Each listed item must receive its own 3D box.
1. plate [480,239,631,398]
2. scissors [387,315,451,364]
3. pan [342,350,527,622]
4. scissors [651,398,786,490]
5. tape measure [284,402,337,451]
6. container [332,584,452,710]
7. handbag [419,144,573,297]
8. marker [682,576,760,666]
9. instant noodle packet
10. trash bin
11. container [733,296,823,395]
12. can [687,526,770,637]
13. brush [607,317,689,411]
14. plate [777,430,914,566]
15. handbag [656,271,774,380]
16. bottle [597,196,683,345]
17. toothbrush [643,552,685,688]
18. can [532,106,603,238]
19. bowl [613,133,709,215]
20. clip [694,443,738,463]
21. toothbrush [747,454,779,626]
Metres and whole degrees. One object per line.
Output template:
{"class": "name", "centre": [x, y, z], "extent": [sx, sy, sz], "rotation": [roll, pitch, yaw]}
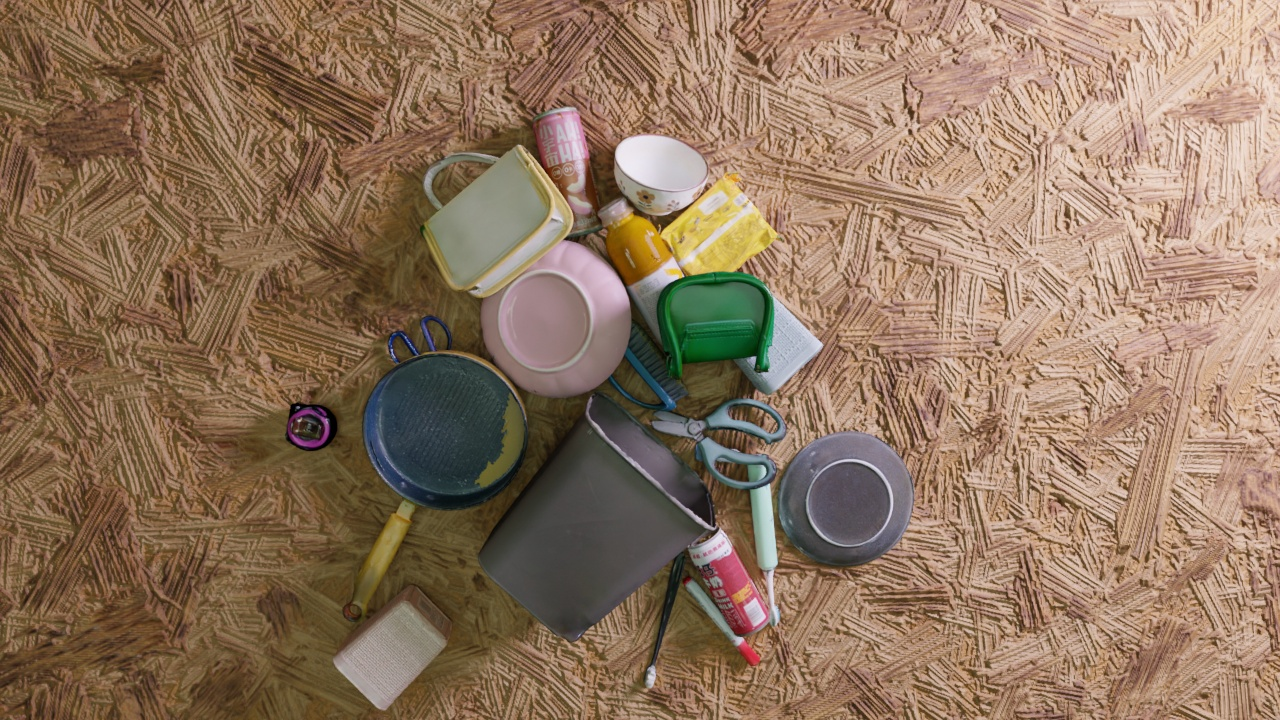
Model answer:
{"class": "plate", "centre": [-0.108, -0.048, 1.093], "extent": [0.193, 0.039, 0.192], "rotation": [2, 96, 16]}
{"class": "scissors", "centre": [-0.255, 0.031, 1.134], "extent": [0.132, 0.012, 0.172], "rotation": [2, 96, -5]}
{"class": "pan", "centre": [-0.270, 0.155, 1.109], "extent": [0.197, 0.078, 0.358], "rotation": [27, 102, -6]}
{"class": "scissors", "centre": [0.091, 0.106, 1.142], "extent": [0.180, 0.019, 0.143], "rotation": [5, 73, 0]}
{"class": "tape measure", "centre": [-0.400, 0.081, 1.115], "extent": [0.058, 0.039, 0.057], "rotation": [13, 94, -5]}
{"class": "container", "centre": [-0.297, 0.345, 1.121], "extent": [0.111, 0.090, 0.090], "rotation": [-43, 96, -2]}
{"class": "handbag", "centre": [-0.181, -0.181, 1.080], "extent": [0.163, 0.063, 0.178], "rotation": [-37, 69, 13]}
{"class": "marker", "centre": [0.104, 0.335, 1.180], "extent": [0.017, 0.017, 0.145], "rotation": [-39, 96, 0]}
{"class": "instant noodle packet", "centre": [0.095, -0.154, 1.124], "extent": [0.128, 0.044, 0.111], "rotation": [-38, 101, 3]}
{"class": "trash bin", "centre": [-0.055, 0.185, 1.079], "extent": [0.199, 0.198, 0.220], "rotation": [42, 98, -4]}
{"class": "container", "centre": [0.146, -0.030, 1.118], "extent": [0.090, 0.090, 0.111], "rotation": [-43, 92, 0]}
{"class": "can", "centre": [0.110, 0.278, 1.156], "extent": [0.053, 0.053, 0.133], "rotation": [-29, 96, -1]}
{"class": "brush", "centre": [-0.007, 0.007, 1.125], "extent": [0.073, 0.055, 0.144], "rotation": [-40, 96, 0]}
{"class": "plate", "centre": [0.266, 0.180, 1.173], "extent": [0.179, 0.024, 0.179], "rotation": [0, 95, -3]}
{"class": "handbag", "centre": [0.086, -0.040, 1.040], "extent": [0.131, 0.068, 0.120], "rotation": [-6, 96, 0]}
{"class": "bottle", "centre": [0.011, -0.105, 1.097], "extent": [0.068, 0.068, 0.189], "rotation": [-31, 106, -1]}
{"class": "toothbrush", "centre": [0.031, 0.333, 1.176], "extent": [0.015, 0.018, 0.181], "rotation": [14, 93, -2]}
{"class": "can", "centre": [-0.086, -0.223, 1.099], "extent": [0.058, 0.058, 0.147], "rotation": [-14, 95, -3]}
{"class": "bowl", "centre": [0.021, -0.214, 1.095], "extent": [0.113, 0.113, 0.062], "rotation": [8, 135, -4]}
{"class": "clip", "centre": [0.098, 0.118, 1.160], "extent": [0.057, 0.032, 0.025], "rotation": [11, 89, -1]}
{"class": "toothbrush", "centre": [0.160, 0.231, 1.170], "extent": [0.026, 0.027, 0.224], "rotation": [-3, 96, 33]}
